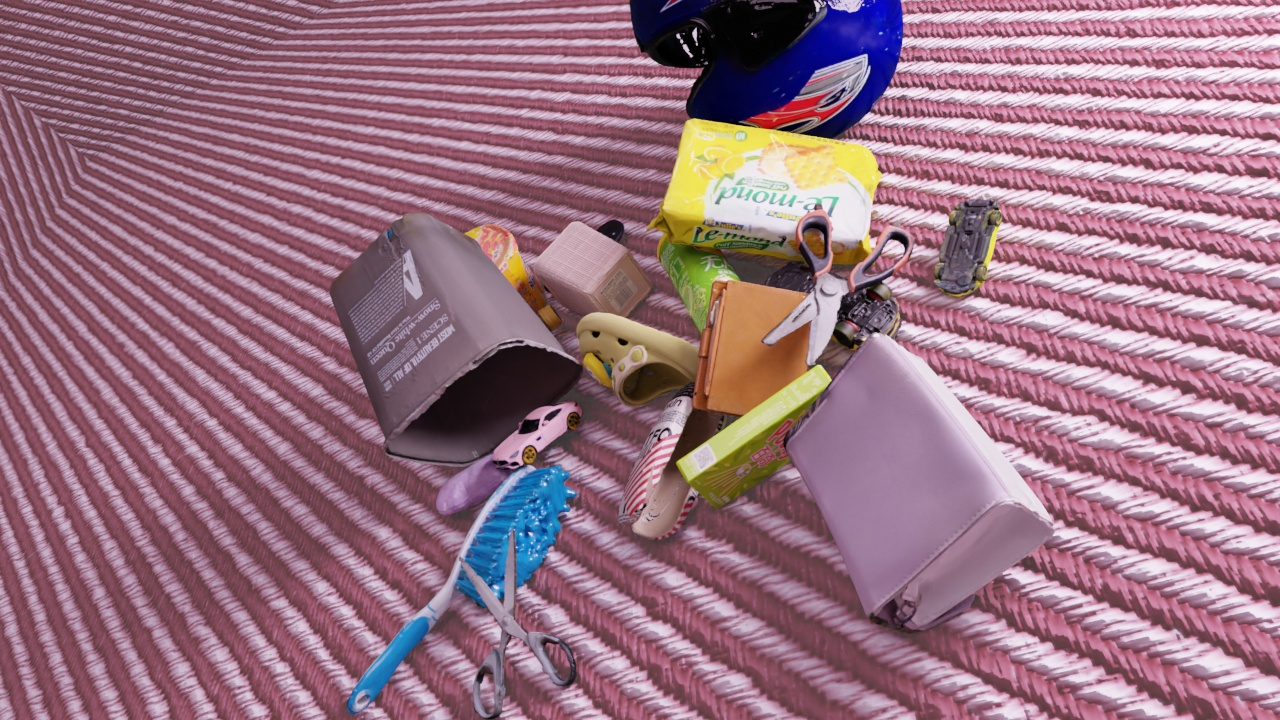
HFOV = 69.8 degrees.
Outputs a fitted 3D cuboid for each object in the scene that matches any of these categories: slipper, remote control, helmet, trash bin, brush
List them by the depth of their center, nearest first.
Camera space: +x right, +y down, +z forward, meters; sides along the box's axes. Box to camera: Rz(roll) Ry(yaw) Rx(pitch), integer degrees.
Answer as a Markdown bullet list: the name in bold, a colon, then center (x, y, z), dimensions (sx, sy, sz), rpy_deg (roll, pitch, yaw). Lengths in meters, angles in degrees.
- **brush**: center (-0.185, 0.238, 0.947), dimensions (0.110, 0.060, 0.313), rpy_deg (10, 61, 48)
- **slipper**: center (-0.006, 0.006, 0.996), dimensions (0.191, 0.091, 0.081), rpy_deg (16, 66, 41)
- **trash bin**: center (-0.218, -0.026, 1.032), dimensions (0.199, 0.198, 0.219), rpy_deg (-40, 68, 12)
- **helmet**: center (0.153, -0.369, 1.098), dimensions (0.316, 0.246, 0.240), rpy_deg (-11, 90, 22)
- **remote control**: center (-0.072, -0.134, 1.223), dimensions (0.136, 0.024, 0.053), rpy_deg (-45, 39, -8)

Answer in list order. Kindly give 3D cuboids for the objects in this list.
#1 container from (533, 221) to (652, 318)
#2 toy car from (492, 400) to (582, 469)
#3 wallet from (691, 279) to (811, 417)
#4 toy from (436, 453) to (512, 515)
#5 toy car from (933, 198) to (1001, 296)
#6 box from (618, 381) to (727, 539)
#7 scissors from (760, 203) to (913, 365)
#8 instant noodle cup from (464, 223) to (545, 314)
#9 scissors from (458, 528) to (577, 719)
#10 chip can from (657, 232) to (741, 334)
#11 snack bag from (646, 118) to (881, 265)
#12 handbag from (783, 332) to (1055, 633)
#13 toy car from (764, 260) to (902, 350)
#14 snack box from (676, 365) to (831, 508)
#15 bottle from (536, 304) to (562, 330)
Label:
- **container**: center (-0.055, -0.104, 1.134), dimensions (0.090, 0.090, 0.111), rpy_deg (-48, 43, -11)
- **toy car**: center (-0.116, 0.080, 1.022), dimensions (0.056, 0.037, 0.122), rpy_deg (-10, 22, 48)
- **wallet**: center (0.111, -0.008, 0.892), dimensions (0.108, 0.031, 0.131), rpy_deg (10, 81, -2)
- **toy**: center (-0.190, 0.138, 1.050), dimensions (0.108, 0.039, 0.083), rpy_deg (-33, 23, 12)
- **toy car**: center (0.322, -0.109, 0.896), dimensions (0.048, 0.032, 0.105), rpy_deg (7, 69, 40)
- **box**: center (0.037, 0.104, 0.912), dimensions (0.075, 0.081, 0.163), rpy_deg (-34, 28, 60)
- **scissors**: center (0.188, -0.082, 0.892), dimensions (0.189, 0.015, 0.221), rpy_deg (-9, 52, -9)
- **instant noodle cup**: center (-0.199, -0.093, 1.215), dimensions (0.138, 0.110, 0.137), rpy_deg (-21, 43, 21)
- **scissors**: center (-0.124, 0.252, 0.872), dimensions (0.160, 0.014, 0.181), rpy_deg (9, 77, 26)
- **chip can**: center (0.082, -0.070, 1.010), dimensions (0.073, 0.072, 0.221), rpy_deg (-32, 40, 8)
- **snack bag**: center (0.142, -0.182, 1.019), dimensions (0.246, 0.068, 0.157), rpy_deg (10, 55, 7)
- **handbag**: center (0.211, 0.097, 0.738), dimensions (0.145, 0.098, 0.196), rpy_deg (-45, 38, 19)
- **toy car**: center (0.193, -0.058, 0.936), dimensions (0.071, 0.041, 0.156), rpy_deg (-47, 46, -14)
- **snack box**: center (0.115, 0.073, 0.840), dimensions (0.156, 0.086, 0.026), rpy_deg (-35, 55, 5)
- **bottle**: center (-0.193, 0.005, 1.156), dimensions (0.219, 0.065, 0.065), rpy_deg (-36, 40, 3)
